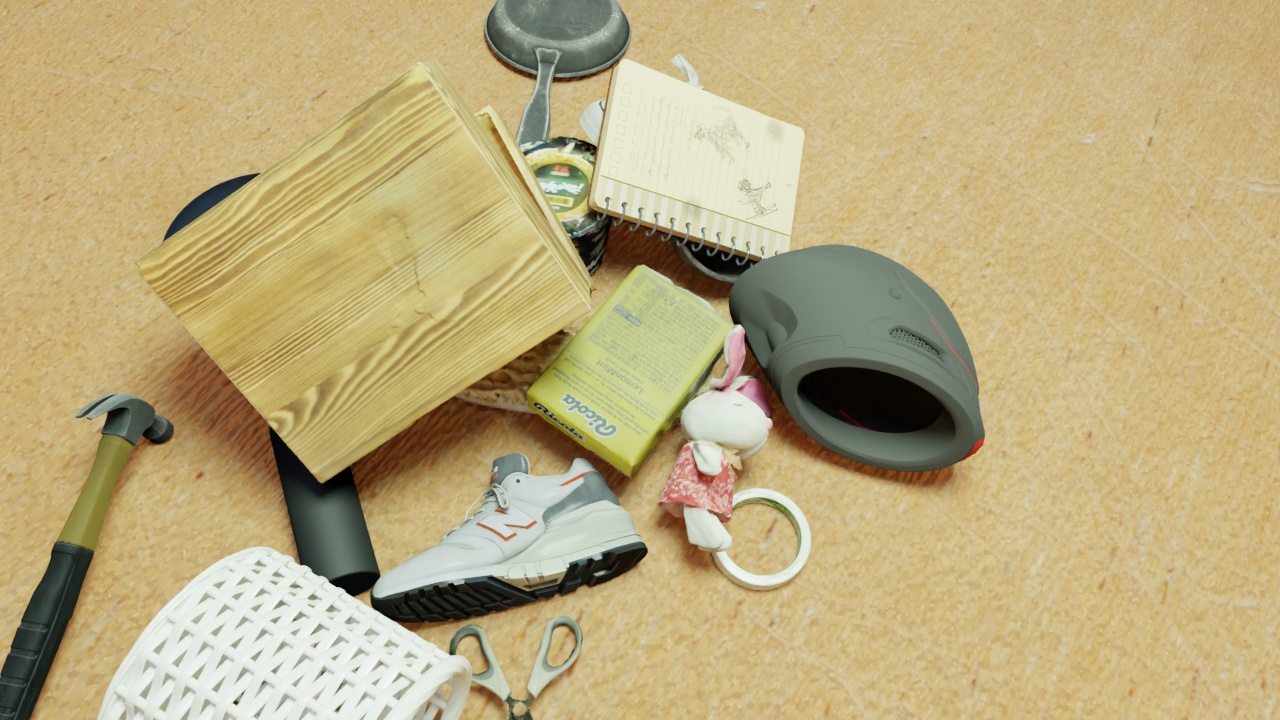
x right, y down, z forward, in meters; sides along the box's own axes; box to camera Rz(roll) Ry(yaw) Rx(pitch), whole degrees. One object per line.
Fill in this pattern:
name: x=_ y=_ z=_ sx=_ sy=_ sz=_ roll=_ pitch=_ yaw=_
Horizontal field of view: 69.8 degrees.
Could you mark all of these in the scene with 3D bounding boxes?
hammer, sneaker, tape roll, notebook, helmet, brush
hammer: x=-0.480 y=0.182 z=0.762 sx=0.025 sy=0.118 sz=0.332 roll=8 pitch=65 yaw=3
sneaker: x=-0.122 y=0.149 z=0.818 sx=0.239 sy=0.089 sz=0.124 roll=-7 pitch=56 yaw=-18
tape roll: x=0.112 y=0.166 z=0.857 sx=0.094 sy=0.018 sz=0.093 roll=2 pitch=61 yaw=-3
notebook: x=0.063 y=-0.192 z=0.932 sx=0.225 sy=0.024 sz=0.167 roll=14 pitch=79 yaw=-23
helmet: x=0.210 y=-0.019 z=0.885 sx=0.264 sy=0.165 sz=0.169 roll=25 pitch=48 yaw=-6
sneaker: x=0.034 y=-0.263 z=0.993 sx=0.118 sy=0.088 sz=0.240 roll=53 pitch=36 yaw=12
brush: x=-0.066 y=0.013 z=0.908 sx=0.271 sy=0.057 sz=0.083 roll=7 pitch=63 yaw=0

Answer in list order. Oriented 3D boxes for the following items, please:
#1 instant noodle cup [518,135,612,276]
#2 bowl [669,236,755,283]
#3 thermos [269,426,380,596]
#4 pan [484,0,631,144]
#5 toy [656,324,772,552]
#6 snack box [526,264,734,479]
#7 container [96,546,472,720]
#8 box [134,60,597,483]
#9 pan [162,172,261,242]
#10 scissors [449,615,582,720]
instant noodle cup: x=-0.090 y=-0.149 z=0.967 sx=0.137 sy=0.112 sz=0.137 roll=1 pitch=60 yaw=-2
bowl: x=0.083 y=-0.151 z=0.989 sx=0.144 sy=0.067 sz=0.145 roll=2 pitch=85 yaw=-25
thermos: x=-0.297 y=0.101 z=0.838 sx=0.061 sy=0.061 sz=0.231 roll=-18 pitch=63 yaw=-14
pan: x=-0.114 y=-0.360 z=1.128 sx=0.187 sy=0.055 sz=0.355 roll=8 pitch=56 yaw=0
toy: x=0.074 y=0.076 z=0.841 sx=0.084 sy=0.159 sz=0.193 roll=9 pitch=65 yaw=22
snack box: x=-0.005 y=0.005 z=0.859 sx=0.121 sy=0.045 sz=0.180 roll=33 pitch=67 yaw=11
container: x=-0.254 y=0.263 z=0.677 sx=0.187 sy=0.190 sz=0.188 roll=26 pitch=62 yaw=12
box: x=-0.208 y=-0.078 z=0.833 sx=0.279 sy=0.263 sz=0.269 roll=-32 pitch=106 yaw=6
pan: x=-0.332 y=-0.093 z=0.964 sx=0.356 sy=0.021 sz=0.198 roll=20 pitch=62 yaw=9
scissors: x=-0.102 y=0.272 z=0.761 sx=0.169 sy=0.013 sz=0.157 roll=26 pitch=47 yaw=26
